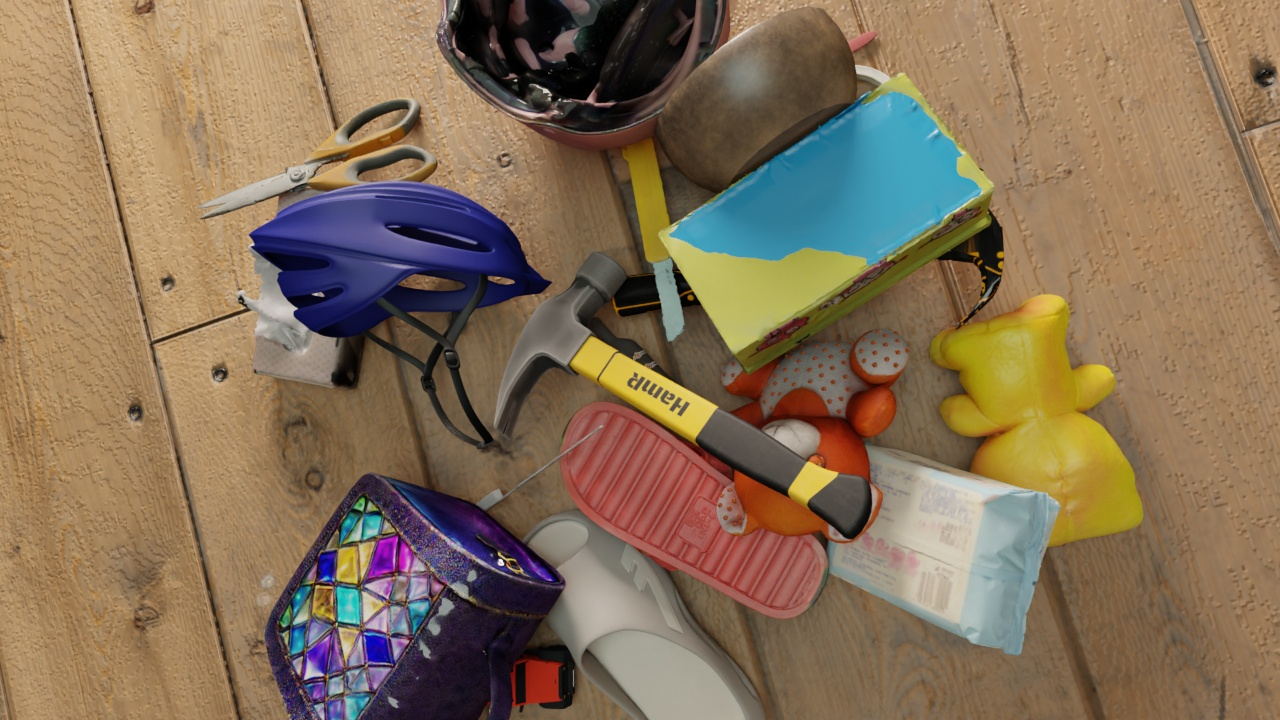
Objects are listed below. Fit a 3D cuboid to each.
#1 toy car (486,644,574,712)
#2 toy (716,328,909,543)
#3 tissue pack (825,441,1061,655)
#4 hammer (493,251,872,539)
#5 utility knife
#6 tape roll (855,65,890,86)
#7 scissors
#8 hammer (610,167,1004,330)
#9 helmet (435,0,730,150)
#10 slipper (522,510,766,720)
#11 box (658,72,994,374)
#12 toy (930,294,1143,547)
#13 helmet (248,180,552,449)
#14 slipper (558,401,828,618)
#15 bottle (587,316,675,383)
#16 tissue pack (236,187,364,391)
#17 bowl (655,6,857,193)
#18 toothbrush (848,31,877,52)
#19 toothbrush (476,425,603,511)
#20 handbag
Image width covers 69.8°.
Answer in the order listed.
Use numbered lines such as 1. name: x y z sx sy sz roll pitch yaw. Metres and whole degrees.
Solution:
1. toy car: -0.108 0.276 0.796 0.100 0.048 0.051 -2 87 11
2. toy: 0.125 0.055 0.708 0.164 0.093 0.172 -6 52 33
3. tissue pack: 0.216 0.132 0.692 0.070 0.182 0.112 10 93 -30
4. hammer: 0.026 0.040 0.681 0.325 0.034 0.169 29 77 33
5. utility knife: 0.010 -0.116 0.781 0.030 0.019 0.218 -18 63 20
6. tape roll: 0.178 -0.204 0.780 0.093 0.013 0.093 -1 87 11
7. scissors: -0.299 -0.182 0.844 0.228 0.016 0.133 -12 61 2
8. hammer: 0.126 -0.070 0.749 0.321 0.036 0.123 -8 76 19
9. helmet: -0.039 -0.292 0.759 0.255 0.152 0.230 43 98 12
10. slipper: -0.006 0.237 0.762 0.113 0.080 0.266 -44 80 9
11. box: 0.139 -0.100 0.695 0.221 0.082 0.124 -34 72 6
12. toy: 0.308 0.048 0.705 0.134 0.087 0.193 -13 84 7
13. helmet: -0.193 -0.036 0.765 0.241 0.148 0.227 -2 81 -22
14. slipper: 0.040 0.125 0.767 0.249 0.059 0.103 33 88 13
15. bottle: -0.005 0.005 0.799 0.030 0.030 0.113 -46 80 6
16. tissue pack: -0.308 -0.069 0.849 0.104 0.071 0.181 10 93 11
17. bowl: 0.097 -0.189 0.712 0.162 0.162 0.070 -33 80 8
18. toothbrush: 0.122 -0.237 0.794 0.184 0.015 0.015 -29 75 7
19. toothbrush: -0.089 0.091 0.777 0.182 0.010 0.010 -37 79 38
20. handbag: -0.176 0.219 0.737 0.222 0.125 0.205 37 94 40
